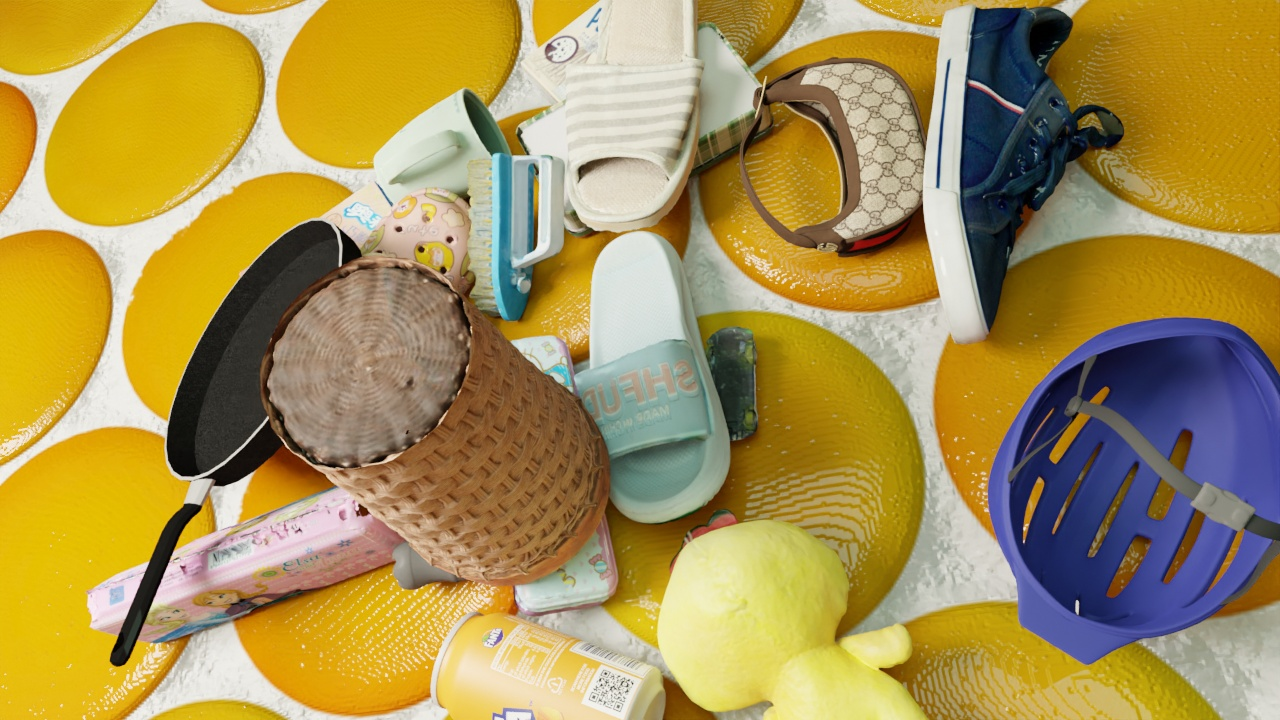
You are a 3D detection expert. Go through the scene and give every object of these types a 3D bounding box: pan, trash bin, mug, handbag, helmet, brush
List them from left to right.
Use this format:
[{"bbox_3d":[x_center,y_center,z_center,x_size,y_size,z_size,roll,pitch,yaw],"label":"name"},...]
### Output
[{"bbox_3d":[-0.306,0.050,0.688,0.226,0.034,0.355,-12,56,40],"label":"pan"},{"bbox_3d":[-0.180,-0.178,0.804,0.104,0.111,0.084,-25,96,13],"label":"mug"},{"bbox_3d":[-0.115,0.046,0.559,0.151,0.210,0.151,-5,66,12],"label":"trash bin"},{"bbox_3d":[-0.101,-0.100,0.759,0.075,0.055,0.136,4,96,25],"label":"brush"},{"bbox_3d":[0.147,-0.163,0.720,0.138,0.063,0.166,-9,74,-1],"label":"handbag"},{"bbox_3d":[0.292,0.052,0.508,0.148,0.228,0.241,31,78,15],"label":"helmet"}]

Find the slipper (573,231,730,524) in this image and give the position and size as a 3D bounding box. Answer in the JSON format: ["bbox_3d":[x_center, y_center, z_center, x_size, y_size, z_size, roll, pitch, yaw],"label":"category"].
[{"bbox_3d":[-0.004,0.004,0.681,0.104,0.074,0.245,-24,58,28],"label":"slipper"}]

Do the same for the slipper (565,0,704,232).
[{"bbox_3d":[-0.003,-0.232,0.761,0.114,0.054,0.272,5,67,10],"label":"slipper"}]

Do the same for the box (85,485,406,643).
[{"bbox_3d":[-0.298,0.143,0.704,0.230,0.085,0.076,-20,61,6],"label":"box"}]

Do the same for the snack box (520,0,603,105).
[{"bbox_3d":[-0.031,-0.296,0.863,0.150,0.026,0.082,-40,62,-4],"label":"snack box"}]

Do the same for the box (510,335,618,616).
[{"bbox_3d":[-0.072,0.079,0.682,0.076,0.036,0.214,-5,63,-19],"label":"box"}]

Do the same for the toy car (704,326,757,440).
[{"bbox_3d":[0.069,0.019,0.693,0.039,0.027,0.089,-6,68,21],"label":"toy car"}]

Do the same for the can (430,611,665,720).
[{"bbox_3d":[-0.060,0.221,0.607,0.142,0.079,0.079,14,70,20],"label":"can"}]

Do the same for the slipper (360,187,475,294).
[{"bbox_3d":[-0.206,-0.057,0.759,0.093,0.081,0.197,39,87,-10],"label":"slipper"}]

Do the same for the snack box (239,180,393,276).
[{"bbox_3d":[-0.278,-0.086,0.829,0.151,0.034,0.087,-36,63,-3],"label":"snack box"}]

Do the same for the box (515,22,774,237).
[{"bbox_3d":[0.003,-0.200,0.799,0.205,0.050,0.117,-31,65,0],"label":"box"}]

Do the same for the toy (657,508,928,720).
[{"bbox_3d":[0.089,0.180,0.580,0.134,0.092,0.207,-42,65,-3],"label":"toy"}]

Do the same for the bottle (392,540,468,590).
[{"bbox_3d":[-0.126,0.144,0.679,0.110,0.036,0.036,-9,64,-2],"label":"bottle"}]

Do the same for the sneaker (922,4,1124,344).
[{"bbox_3d":[0.279,-0.144,0.670,0.127,0.121,0.293,1,63,29],"label":"sneaker"}]
